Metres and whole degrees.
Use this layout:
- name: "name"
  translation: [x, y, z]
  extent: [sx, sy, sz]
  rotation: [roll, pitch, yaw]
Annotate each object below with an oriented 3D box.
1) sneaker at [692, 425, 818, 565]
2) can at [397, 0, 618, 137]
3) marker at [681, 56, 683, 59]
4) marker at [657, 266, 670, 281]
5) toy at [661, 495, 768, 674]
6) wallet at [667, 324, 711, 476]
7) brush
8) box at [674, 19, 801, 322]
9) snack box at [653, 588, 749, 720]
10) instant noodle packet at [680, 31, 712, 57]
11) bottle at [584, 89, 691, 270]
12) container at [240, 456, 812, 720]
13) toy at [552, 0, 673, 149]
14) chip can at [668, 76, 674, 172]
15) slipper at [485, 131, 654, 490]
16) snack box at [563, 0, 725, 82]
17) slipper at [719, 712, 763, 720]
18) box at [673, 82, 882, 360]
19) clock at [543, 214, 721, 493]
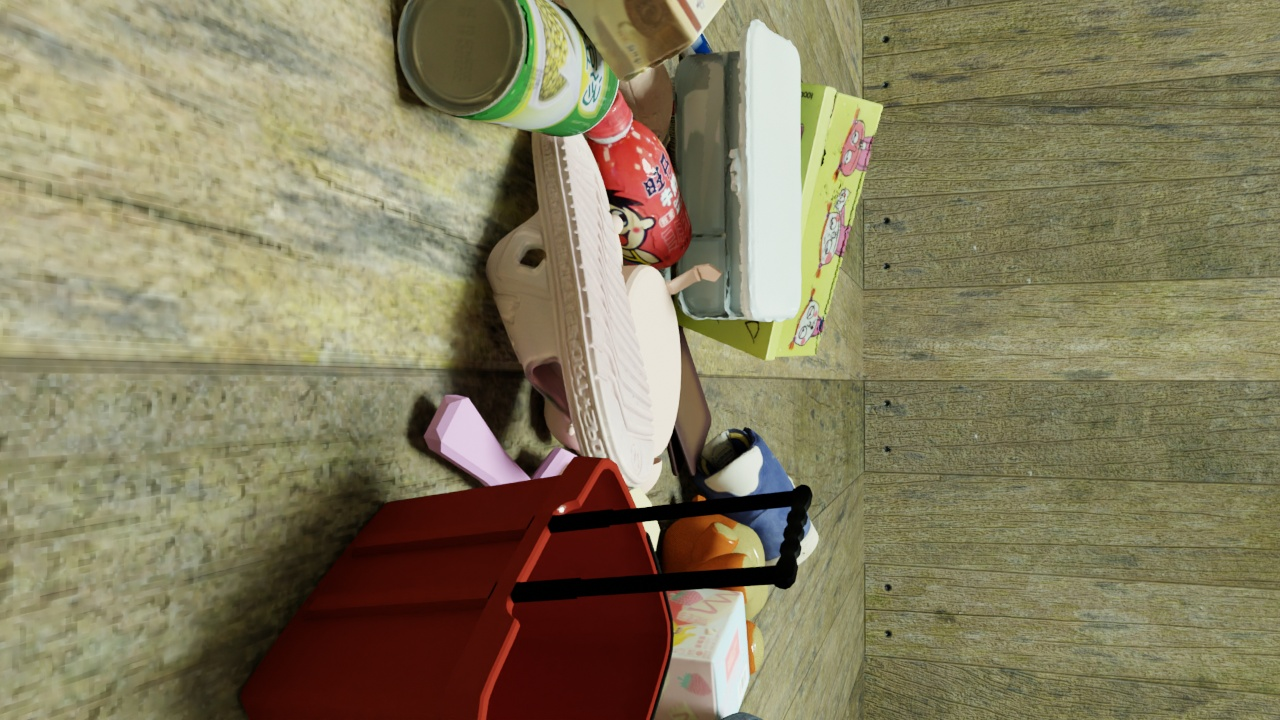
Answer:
- name: "sneaker"
  translation: [0.096, 0.117, 0.919]
  extent: [0.118, 0.091, 0.233]
  rotation: [53, 5, -10]
- name: "can"
  translation: [-0.061, -0.151, 0.464]
  extent: [0.120, 0.067, 0.067]
  rotation: [-26, 114, -69]
- name: "marker"
  translation: [0.050, -0.238, 0.861]
  extent: [0.019, 0.019, 0.145]
  rotation: [-25, 113, -69]
- name: "marker"
  translation: [0.018, -0.085, 0.770]
  extent: [0.017, 0.017, 0.146]
  rotation: [-5, 94, -71]
- name: "toy"
  translation: [0.059, 0.180, 0.766]
  extent: [0.176, 0.096, 0.112]
  rotation: [-142, -139, -69]
- name: "wallet"
  translation: [0.036, 0.036, 0.829]
  extent: [0.091, 0.018, 0.116]
  rotation: [-65, 145, -51]
- name: "brush"
  translation: [-0.047, 0.086, 0.514]
  extent: [0.089, 0.043, 0.229]
  rotation: [-67, 153, -23]
- name: "box"
  translation: [0.062, -0.133, 0.684]
  extent: [0.129, 0.106, 0.211]
  rotation: [-3, 93, -62]
- name: "snack box"
  translation: [0.021, 0.217, 0.655]
  extent: [0.092, 0.095, 0.079]
  rotation: [-40, 127, -65]
- name: "instant noodle packet"
  translation: [0.023, -0.277, 0.723]
  extent: [0.134, 0.026, 0.087]
  rotation: [34, 31, -57]
- name: "bottle"
  translation: [-0.008, -0.126, 0.630]
  extent: [0.137, 0.062, 0.061]
  rotation: [62, 33, -51]
- name: "container"
  translation: [-0.026, 0.113, 0.347]
  extent: [0.147, 0.201, 0.127]
  rotation: [-62, 140, -53]
- name: "toy"
  translation: [-0.018, -0.255, 0.604]
  extent: [0.264, 0.065, 0.196]
  rotation: [31, 59, -72]
- name: "chip can"
  translation: [0.060, -0.149, 0.840]
  extent: [0.051, 0.052, 0.215]
  rotation: [-66, 150, -50]
- name: "slipper"
  translation: [-0.046, -0.037, 0.518]
  extent: [0.094, 0.064, 0.239]
  rotation: [53, 23, -56]
- name: "snack box"
  translation: [-0.020, -0.268, 0.458]
  extent: [0.207, 0.055, 0.152]
  rotation: [51, 46, -25]
- name: "slipper"
  translation: [-0.021, 0.275, 0.532]
  extent: [0.263, 0.083, 0.101]
  rotation: [-8, 96, -45]
- name: "box"
  translation: [0.109, -0.120, 0.775]
  extent: [0.082, 0.124, 0.221]
  rotation: [0, 111, -42]
- name: "clock"
  translation: [-0.004, 0.004, 0.619]
  extent: [0.131, 0.086, 0.160]
  rotation: [60, 41, -55]
